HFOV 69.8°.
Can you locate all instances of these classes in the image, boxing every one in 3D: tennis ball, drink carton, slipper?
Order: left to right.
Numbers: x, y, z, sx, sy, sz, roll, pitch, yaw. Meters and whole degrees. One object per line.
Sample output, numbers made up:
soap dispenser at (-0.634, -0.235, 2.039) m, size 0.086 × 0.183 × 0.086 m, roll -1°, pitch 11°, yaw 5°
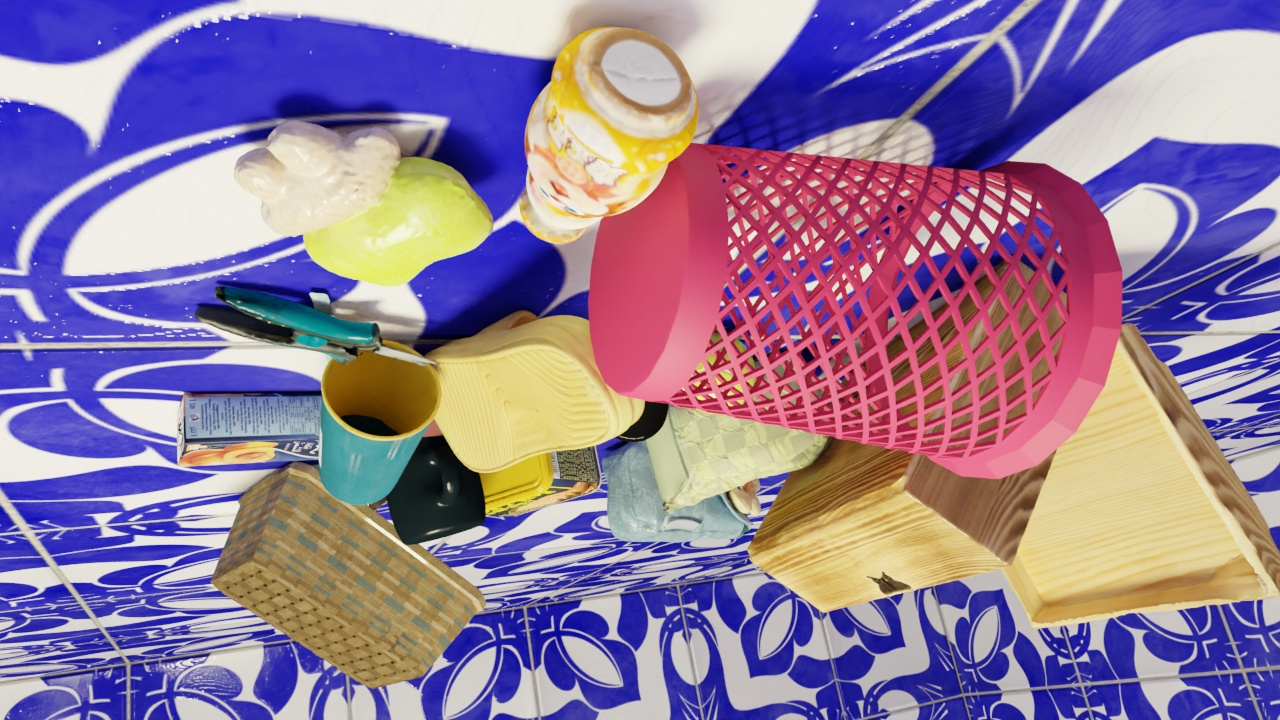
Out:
drink carton at (-0.285, 0.053, 0.712) m, size 0.129 × 0.040 × 0.064 m, roll 1°, pitch 159°, yaw -31°
slipper at (-0.075, 0.014, 0.623) m, size 0.078 × 0.099 × 0.264 m, roll -41°, pitch -165°, yaw -31°
tennis ball at (0.059, 0.010, 0.736) m, size 0.065 × 0.065 × 0.065 m, roll -10°, pitch 161°, yaw -3°

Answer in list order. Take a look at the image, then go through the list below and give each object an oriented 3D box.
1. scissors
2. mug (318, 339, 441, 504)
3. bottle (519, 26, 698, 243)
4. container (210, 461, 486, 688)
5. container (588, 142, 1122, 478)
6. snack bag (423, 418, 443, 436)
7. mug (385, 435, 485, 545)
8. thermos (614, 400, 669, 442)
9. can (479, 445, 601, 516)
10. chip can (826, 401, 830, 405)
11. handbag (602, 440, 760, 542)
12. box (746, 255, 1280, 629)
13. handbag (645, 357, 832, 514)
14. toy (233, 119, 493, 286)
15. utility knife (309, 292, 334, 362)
scissors at (-0.195, -0.018, 0.566) m, size 0.128 × 0.019 × 0.140 m, roll -4°, pitch 156°, yaw 4°
mug at (-0.192, 0.051, 0.650) m, size 0.078 × 0.078 × 0.122 m, roll -1°, pitch 147°, yaw -27°
bottle at (-0.021, -0.092, 0.401) m, size 0.063 × 0.063 × 0.109 m, roll -1°, pitch 158°, yaw -26°
container at (-0.286, 0.197, 0.951) m, size 0.250 × 0.185 × 0.158 m, roll 43°, pitch 134°, yaw -21°
container at (0.099, -0.035, 0.493) m, size 0.225 × 0.183 × 0.184 m, roll 6°, pitch 156°, yaw -23°
snack bag at (-0.120, 0.052, 0.787) m, size 0.157 × 0.013 × 0.057 m, roll -1°, pitch 160°, yaw -28°
mug at (-0.181, 0.107, 0.816) m, size 0.085 × 0.094 × 0.122 m, roll -11°, pitch 168°, yaw -26°
thermos at (-0.004, 0.004, 0.692) m, size 0.061 × 0.061 × 0.232 m, roll -9°, pitch 161°, yaw -5°
can at (-0.121, 0.111, 0.919) m, size 0.135 × 0.075 × 0.104 m, roll -20°, pitch 162°, yaw 26°
chip can at (0.244, 0.068, 1.002) m, size 0.220 × 0.069 × 0.069 m, roll -7°, pitch 161°, yaw -11°
handbag at (0.056, 0.144, 1.051) m, size 0.191 × 0.121 × 0.119 m, roll 10°, pitch 153°, yaw -37°
box at (0.325, 0.114, 0.785) m, size 0.315 × 0.281 × 0.280 m, roll 33°, pitch 154°, yaw 0°
handbag at (0.090, 0.068, 0.858) m, size 0.187 × 0.113 × 0.116 m, roll -20°, pitch 167°, yaw 22°
toy at (-0.129, -0.073, 0.428) m, size 0.092 × 0.046 × 0.115 m, roll -21°, pitch 152°, yaw 26°
utility knife at (-0.208, -0.008, 0.628) m, size 0.022 × 0.015 × 0.180 m, roll -7°, pitch 158°, yaw -13°
